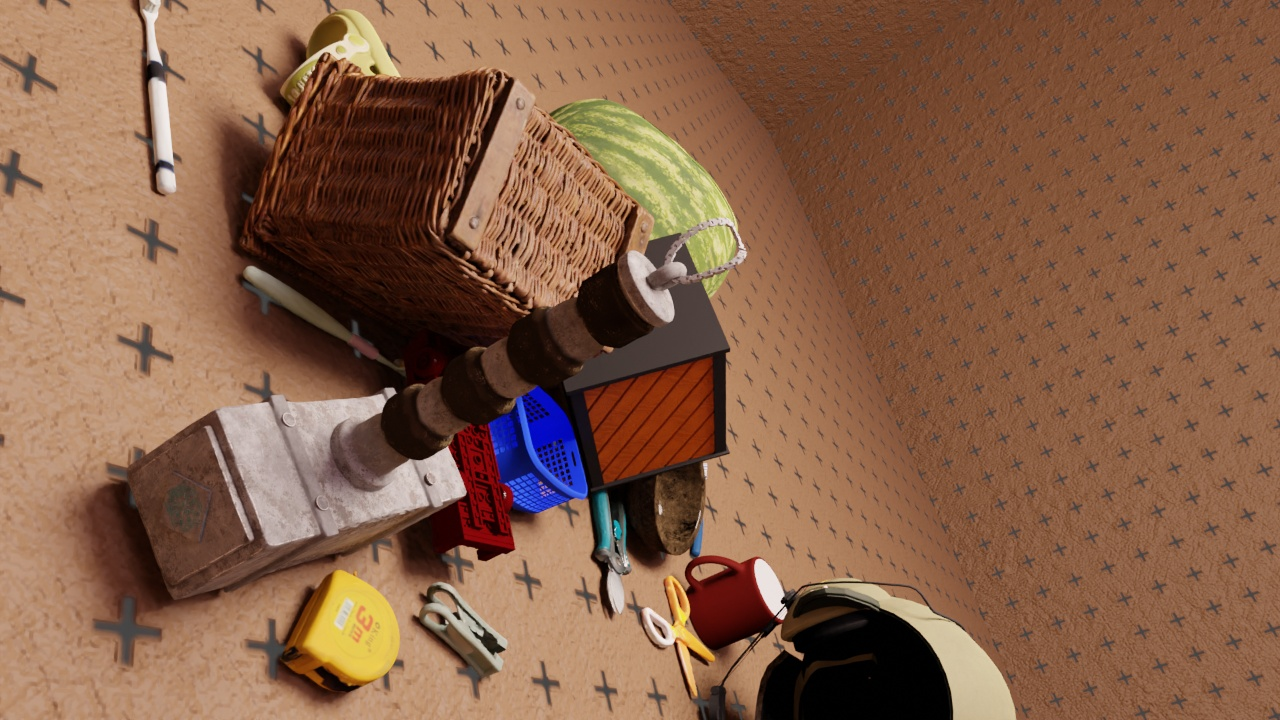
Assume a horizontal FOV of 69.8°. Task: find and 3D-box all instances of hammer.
[{"bbox_3d":[-0.092,0.018,0.482,0.079,0.327,0.176,65,21,9],"label":"hammer"}]

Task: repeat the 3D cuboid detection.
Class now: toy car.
[{"bbox_3d":[-0.144,0.066,0.676,0.070,0.062,0.169,30,37,-54],"label":"toy car"}]

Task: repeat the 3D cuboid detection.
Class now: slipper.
[{"bbox_3d":[-0.253,-0.230,0.771,0.081,0.092,0.190,21,40,-56],"label":"slipper"}]

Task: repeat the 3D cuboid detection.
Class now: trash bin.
[{"bbox_3d":[-0.005,0.005,0.859,0.172,0.139,0.139,82,-9,-54],"label":"trash bin"}]

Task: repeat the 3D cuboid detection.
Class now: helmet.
[{"bbox_3d":[0.205,0.335,0.837,0.232,0.256,0.249,35,34,-43],"label":"helmet"},{"bbox_3d":[-0.036,-0.148,0.986,0.247,0.214,0.242,49,42,-24],"label":"helmet"}]

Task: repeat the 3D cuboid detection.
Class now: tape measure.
[{"bbox_3d":[-0.171,0.161,0.536,0.059,0.030,0.068,51,25,-25],"label":"tape measure"}]

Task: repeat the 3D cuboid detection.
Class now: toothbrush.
[{"bbox_3d":[0.071,0.177,1.103,0.167,0.014,0.014,-80,170,-59],"label":"toothbrush"},{"bbox_3d":[-0.225,-0.026,0.673,0.022,0.015,0.154,32,-5,44],"label":"toothbrush"},{"bbox_3d":[-0.332,-0.191,0.632,0.012,0.017,0.186,5,56,-41],"label":"toothbrush"}]

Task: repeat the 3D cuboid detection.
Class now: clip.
[{"bbox_3d":[-0.122,0.185,0.631,0.076,0.023,0.044,53,20,-25],"label":"clip"}]

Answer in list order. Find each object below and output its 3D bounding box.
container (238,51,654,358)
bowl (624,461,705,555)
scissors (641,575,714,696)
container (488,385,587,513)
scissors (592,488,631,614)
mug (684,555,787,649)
[{"bbox_3d":[-0.123,-0.100,0.689,0.250,0.183,0.162,34,69,-50],"label":"container"},{"bbox_3d":[0.018,0.138,0.951,0.121,0.056,0.121,1,89,-62],"label":"bowl"},{"bbox_3d":[0.037,0.269,0.908,0.131,0.011,0.125,34,32,-48],"label":"scissors"},{"bbox_3d":[-0.097,0.074,0.759,0.114,0.058,0.096,50,21,-59],"label":"container"},{"bbox_3d":[-0.025,0.173,0.877,0.133,0.019,0.145,63,20,7],"label":"scissors"},{"bbox_3d":[0.094,0.245,0.970,0.106,0.083,0.073,55,22,-16],"label":"mug"}]
